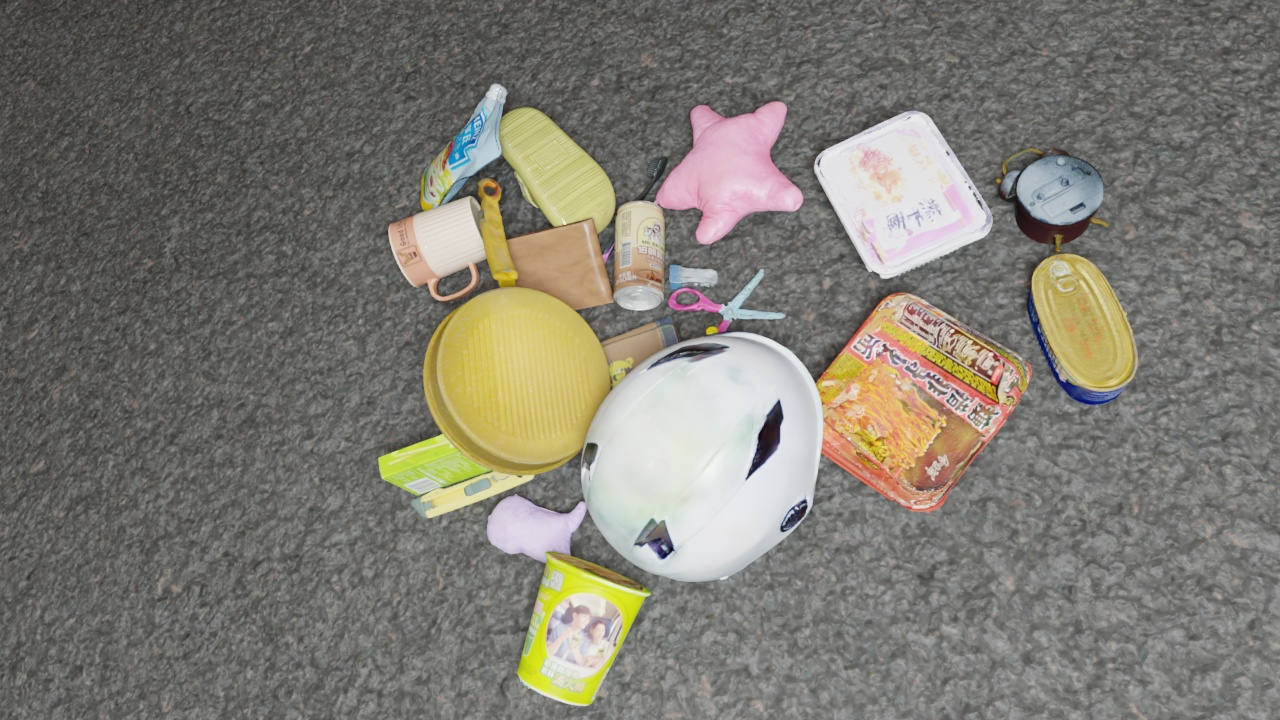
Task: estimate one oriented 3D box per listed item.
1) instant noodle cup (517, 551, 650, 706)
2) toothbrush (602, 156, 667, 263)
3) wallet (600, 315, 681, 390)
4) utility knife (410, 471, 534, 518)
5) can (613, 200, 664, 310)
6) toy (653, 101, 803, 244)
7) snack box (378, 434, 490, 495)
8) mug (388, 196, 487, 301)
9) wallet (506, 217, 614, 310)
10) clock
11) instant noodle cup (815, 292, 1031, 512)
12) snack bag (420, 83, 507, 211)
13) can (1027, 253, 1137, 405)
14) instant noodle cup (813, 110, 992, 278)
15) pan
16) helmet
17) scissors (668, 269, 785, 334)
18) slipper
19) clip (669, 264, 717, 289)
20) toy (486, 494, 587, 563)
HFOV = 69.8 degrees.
[{"bbox_3d":[-0.064,0.264,0.899,0.112,0.111,0.123,19,83,22],"label":"instant noodle cup"},{"bbox_3d":[-0.018,-0.170,1.107,0.018,0.014,0.189,23,77,33],"label":"toothbrush"},{"bbox_3d":[-0.006,0.006,1.024,0.115,0.033,0.090,-20,66,12],"label":"wallet"},{"bbox_3d":[-0.170,0.137,1.028,0.188,0.020,0.031,-21,81,3],"label":"utility knife"},{"bbox_3d":[-0.001,-0.120,1.056,0.058,0.058,0.116,-5,67,14],"label":"can"},{"bbox_3d":[0.093,-0.224,1.065,0.179,0.074,0.194,-17,61,20],"label":"toy"},{"bbox_3d":[-0.197,0.104,1.008,0.156,0.086,0.026,-20,65,8],"label":"snack box"},{"bbox_3d":[-0.236,-0.132,1.122,0.106,0.081,0.114,-20,85,6],"label":"mug"},{"bbox_3d":[-0.096,-0.105,1.070,0.115,0.020,0.101,-10,105,14],"label":"wallet"},{"bbox_3d":[0.427,-0.175,0.957,0.082,0.055,0.122,-29,63,4],"label":"clock"},{"bbox_3d":[0.264,0.045,0.902,0.164,0.079,0.188,37,82,25],"label":"instant noodle cup"},{"bbox_3d":[-0.215,-0.252,1.120,0.192,0.039,0.110,-30,43,48],"label":"snack bag"},{"bbox_3d":[0.431,-0.031,0.901,0.075,0.049,0.148,-17,65,9],"label":"can"},{"bbox_3d":[0.282,-0.171,0.995,0.138,0.060,0.173,-24,66,5],"label":"instant noodle cup"},{"bbox_3d":[-0.141,-0.052,0.988,0.197,0.078,0.357,3,71,-29],"label":"pan"},{"bbox_3d":[0.042,0.090,0.876,0.229,0.145,0.259,47,110,24],"label":"helmet"},{"bbox_3d":[0.091,-0.055,1.026,0.131,0.017,0.133,36,81,19],"label":"scissors"},{"bbox_3d":[-0.104,-0.222,1.118,0.091,0.082,0.190,-35,79,-14],"label":"slipper"},{"bbox_3d":[0.061,-0.095,1.050,0.058,0.045,0.027,5,67,7],"label":"clip"},{"bbox_3d":[-0.115,0.179,0.980,0.108,0.039,0.083,12,72,21],"label":"toy"}]
